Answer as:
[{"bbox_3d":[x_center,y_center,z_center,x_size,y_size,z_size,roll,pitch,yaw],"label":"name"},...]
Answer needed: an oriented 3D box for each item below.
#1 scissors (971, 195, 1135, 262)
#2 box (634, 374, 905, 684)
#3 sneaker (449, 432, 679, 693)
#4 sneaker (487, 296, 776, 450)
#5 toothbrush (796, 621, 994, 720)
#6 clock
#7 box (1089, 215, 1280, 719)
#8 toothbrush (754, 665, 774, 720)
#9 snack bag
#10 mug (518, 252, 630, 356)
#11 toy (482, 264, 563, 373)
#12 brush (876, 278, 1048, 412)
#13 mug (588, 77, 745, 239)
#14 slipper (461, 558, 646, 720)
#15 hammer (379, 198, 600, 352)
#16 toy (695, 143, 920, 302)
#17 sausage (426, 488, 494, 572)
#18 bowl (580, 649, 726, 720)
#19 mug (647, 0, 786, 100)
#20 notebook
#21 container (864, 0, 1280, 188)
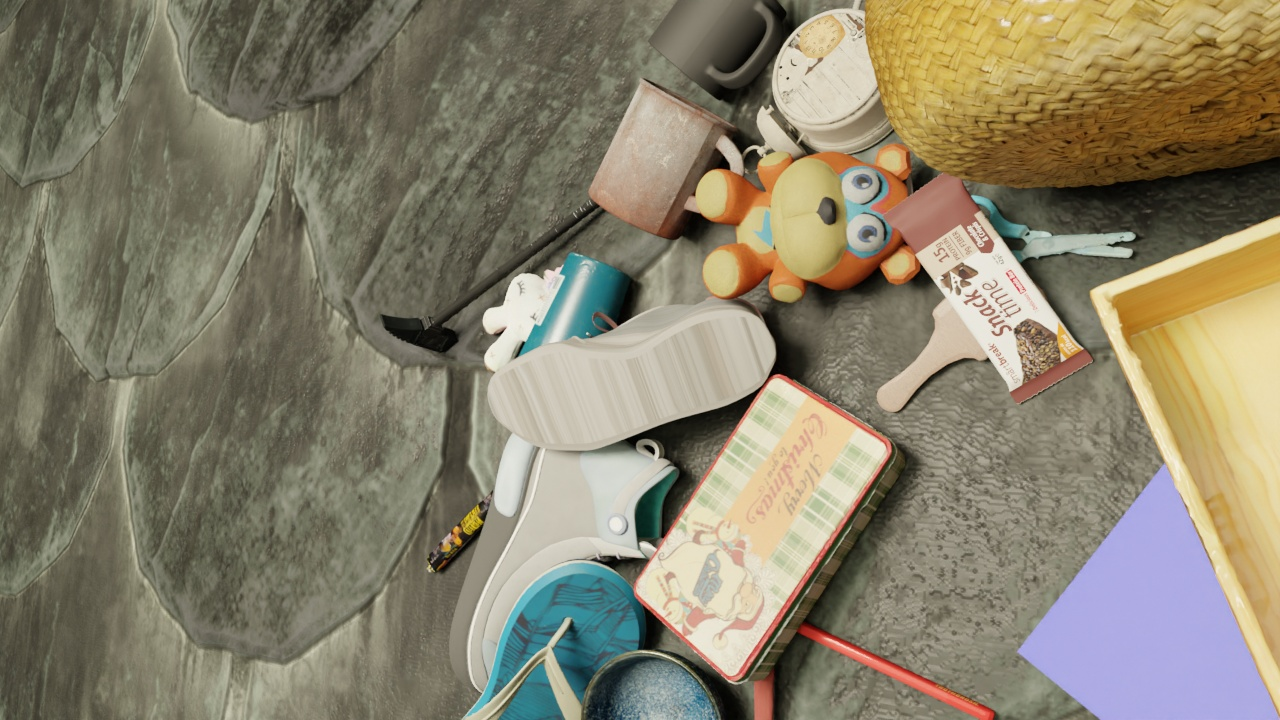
[{"bbox_3d":[0.263,-0.072,0.628,0.142,0.015,0.076,15,90,40],"label":"scissors"},{"bbox_3d":[0.091,0.121,0.673,0.118,0.051,0.205,36,91,32],"label":"box"},{"bbox_3d":[-0.058,0.178,0.771,0.160,0.093,0.256,16,93,27],"label":"sneaker"},{"bbox_3d":[-0.004,0.005,0.741,0.236,0.089,0.099,-13,101,15],"label":"sneaker"},{"bbox_3d":[0.150,0.203,0.663,0.213,0.012,0.018,18,93,35],"label":"toothbrush"},{"bbox_3d":[0.135,-0.203,0.707,0.157,0.061,0.103,-42,62,20],"label":"clock"},{"bbox_3d":[0.359,0.010,0.342,0.287,0.336,0.278,-23,62,23],"label":"box"},{"bbox_3d":[0.093,0.285,0.680,0.016,0.016,0.189,-2,85,34],"label":"toothbrush"},{"bbox_3d":[0.230,-0.049,0.612,0.057,0.013,0.158,-35,90,23],"label":"snack bag"},{"bbox_3d":[-0.058,-0.029,0.806,0.078,0.078,0.121,22,90,35],"label":"mug"},{"bbox_3d":[-0.106,-0.045,0.861,0.123,0.038,0.079,-38,57,21],"label":"toy"},{"bbox_3d":[0.220,-0.013,0.648,0.050,0.015,0.136,49,116,16],"label":"brush"},{"bbox_3d":[0.028,-0.157,0.751,0.123,0.096,0.110,40,116,31],"label":"mug"},{"bbox_3d":[-0.087,0.289,0.751,0.295,0.118,0.060,-57,19,21],"label":"slipper"},{"bbox_3d":[-0.101,-0.107,0.851,0.326,0.095,0.015,-34,65,18],"label":"hammer"},{"bbox_3d":[0.131,-0.101,0.676,0.176,0.096,0.112,-7,87,7],"label":"toy"},{"bbox_3d":[-0.159,0.155,0.876,0.155,0.020,0.020,-44,61,21],"label":"sausage"},{"bbox_3d":[0.017,0.276,0.708,0.114,0.060,0.114,-2,85,22],"label":"bowl"},{"bbox_3d":[0.071,-0.264,0.745,0.088,0.078,0.113,-50,45,17],"label":"mug"},{"bbox_3d":[0.355,0.147,0.528,0.171,0.022,0.209,40,105,34],"label":"notebook"},{"bbox_3d":[0.277,-0.208,0.474,0.308,0.306,0.196,-7,86,33],"label":"container"}]
